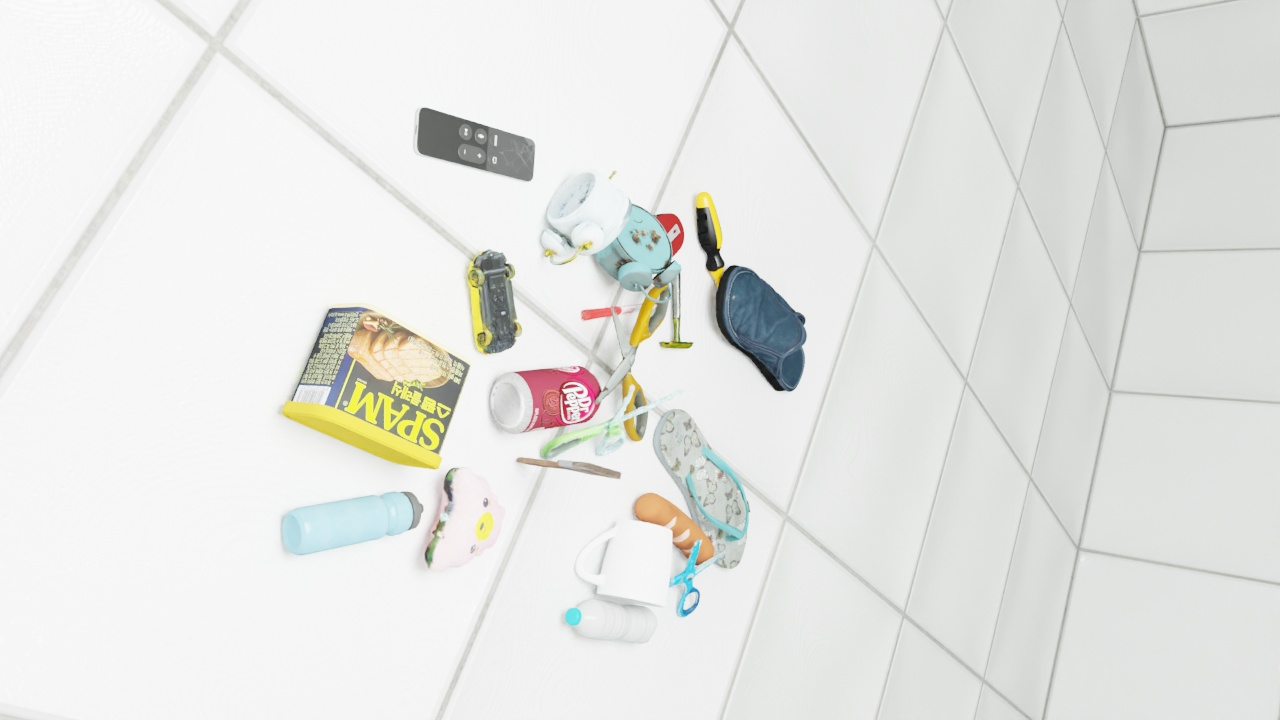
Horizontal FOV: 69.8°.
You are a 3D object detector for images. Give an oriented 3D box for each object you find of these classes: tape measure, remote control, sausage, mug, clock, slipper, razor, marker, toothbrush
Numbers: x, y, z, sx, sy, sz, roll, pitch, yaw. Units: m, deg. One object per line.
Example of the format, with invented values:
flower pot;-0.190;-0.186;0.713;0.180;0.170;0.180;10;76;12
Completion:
tape measure;0.032;-0.158;1.126;0.051;0.019;0.059;-50;128;-34
remote control;-0.161;-0.212;0.909;0.146;0.008;0.045;4;90;-49
sausage;0.045;0.212;1.157;0.164;0.039;0.044;47;41;-41
mug;-0.019;0.233;1.070;0.114;0.081;0.087;17;72;-17
clock;-0.003;-0.117;1.033;0.089;0.053;0.124;-9;71;-46
slipper;0.100;0.169;1.210;0.098;0.055;0.269;-51;127;-36
clock;-0.060;-0.147;0.975;0.057;0.083;0.117;42;59;-36
razor;0.045;-0.068;1.150;0.042;0.026;0.106;1;88;-47
marker;-0.017;-0.060;1.085;0.142;0.013;0.013;-11;101;-48
toothbrush;0.098;-0.126;1.201;0.030;0.031;0.197;-34;123;-38
slipper;0.192;-0.040;1.262;0.265;0.084;0.108;45;58;-46

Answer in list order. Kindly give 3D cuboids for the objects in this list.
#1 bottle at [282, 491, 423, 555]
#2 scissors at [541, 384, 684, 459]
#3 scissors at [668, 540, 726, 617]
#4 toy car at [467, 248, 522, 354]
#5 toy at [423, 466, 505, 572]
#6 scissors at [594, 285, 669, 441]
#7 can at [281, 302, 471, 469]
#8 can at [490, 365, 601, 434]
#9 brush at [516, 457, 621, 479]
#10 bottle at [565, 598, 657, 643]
bottle;-0.249;0.141;0.814;0.129;0.040;0.040;-4;96;-49
scissors;-0.028;0.069;1.004;0.166;0.171;0.024;55;13;-62
scissors;0.056;0.285;1.171;0.133;0.011;0.140;-29;133;-19
toy car;-0.148;-0.058;0.920;0.049;0.030;0.107;-16;107;-46
toy;-0.169;0.160;0.900;0.093;0.050;0.102;31;73;-51
scissors;-0.006;0.005;1.054;0.224;0.016;0.230;-57;151;-49
can;-0.226;0.024;0.806;0.135;0.075;0.104;35;65;-45
can;-0.097;0.040;0.961;0.114;0.063;0.063;-6;97;-49
brush;-0.081;0.106;0.925;0.045;0.143;0.008;22;75;-39
bottle;-0.035;0.304;1.070;0.136;0.044;0.044;25;75;-47
